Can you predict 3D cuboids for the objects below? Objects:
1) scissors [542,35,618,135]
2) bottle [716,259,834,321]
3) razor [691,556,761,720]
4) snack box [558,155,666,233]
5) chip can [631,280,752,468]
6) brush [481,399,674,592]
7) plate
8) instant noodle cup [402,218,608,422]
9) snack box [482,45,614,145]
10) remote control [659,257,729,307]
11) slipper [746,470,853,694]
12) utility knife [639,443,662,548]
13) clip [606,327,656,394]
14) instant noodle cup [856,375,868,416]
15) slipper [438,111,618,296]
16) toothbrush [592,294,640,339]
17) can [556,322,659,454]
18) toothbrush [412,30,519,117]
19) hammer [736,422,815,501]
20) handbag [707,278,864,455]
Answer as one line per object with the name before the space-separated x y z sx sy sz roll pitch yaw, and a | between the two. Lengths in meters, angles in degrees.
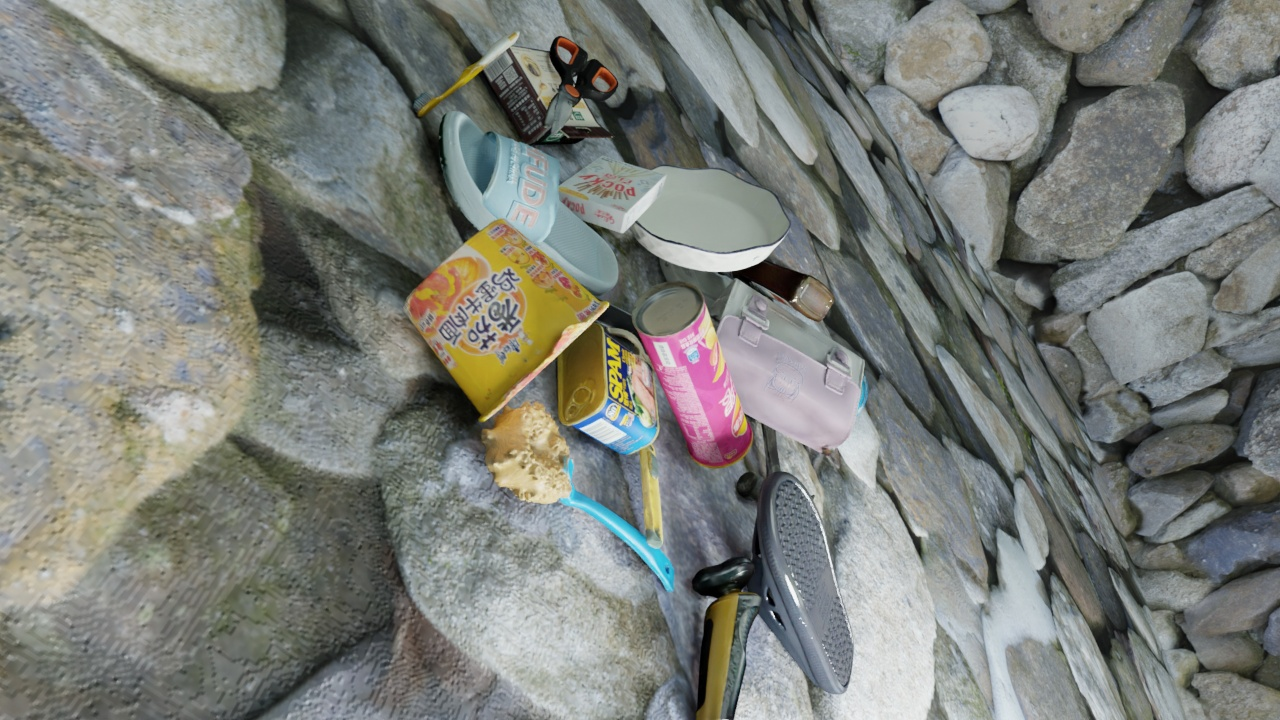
scissors | -0.090 -0.304 1.010 0.142 0.022 0.234 47 32 2
bottle | 0.152 -0.104 1.146 0.080 0.044 0.195 30 2 -39
razor | 0.071 0.254 0.826 0.067 0.062 0.167 20 45 -6
snack box | -0.032 -0.191 1.040 0.085 0.027 0.156 19 30 9
chip can | 0.055 0.019 0.902 0.211 0.071 0.071 66 18 -45
brush | -0.041 0.123 0.774 0.254 0.046 0.083 47 30 -32
plate | 0.076 -0.172 1.115 0.205 0.046 0.204 5 39 -5
instant noodle cup | -0.110 -0.037 0.723 0.110 0.138 0.137 48 30 -5
snack box | -0.103 -0.291 1.038 0.125 0.053 0.113 61 29 2
remote control | 0.078 -0.095 1.173 0.150 0.021 0.058 21 41 -47
slipper | 0.150 0.237 0.943 0.268 0.083 0.110 67 33 -25
utility knife | 0.006 0.101 0.876 0.031 0.022 0.210 55 13 -33
clip | -0.003 0.003 0.939 0.100 0.072 0.034 33 39 -34
instant noodle cup | 0.234 0.030 1.241 0.110 0.099 0.099 33 38 -24
slipper | -0.098 -0.150 0.897 0.245 0.074 0.103 38 37 -37
toothbrush | -0.010 -0.036 0.978 0.212 0.027 0.026 25 81 -46
can | -0.030 0.028 0.860 0.083 0.057 0.102 35 38 -41
toothbrush | -0.173 -0.295 0.926 0.018 0.016 0.190 42 49 -10
hammer | 0.156 0.057 1.150 0.126 0.032 0.322 37 36 -35
handbag | 0.163 0.009 1.087 0.197 0.099 0.144 30 44 -9
